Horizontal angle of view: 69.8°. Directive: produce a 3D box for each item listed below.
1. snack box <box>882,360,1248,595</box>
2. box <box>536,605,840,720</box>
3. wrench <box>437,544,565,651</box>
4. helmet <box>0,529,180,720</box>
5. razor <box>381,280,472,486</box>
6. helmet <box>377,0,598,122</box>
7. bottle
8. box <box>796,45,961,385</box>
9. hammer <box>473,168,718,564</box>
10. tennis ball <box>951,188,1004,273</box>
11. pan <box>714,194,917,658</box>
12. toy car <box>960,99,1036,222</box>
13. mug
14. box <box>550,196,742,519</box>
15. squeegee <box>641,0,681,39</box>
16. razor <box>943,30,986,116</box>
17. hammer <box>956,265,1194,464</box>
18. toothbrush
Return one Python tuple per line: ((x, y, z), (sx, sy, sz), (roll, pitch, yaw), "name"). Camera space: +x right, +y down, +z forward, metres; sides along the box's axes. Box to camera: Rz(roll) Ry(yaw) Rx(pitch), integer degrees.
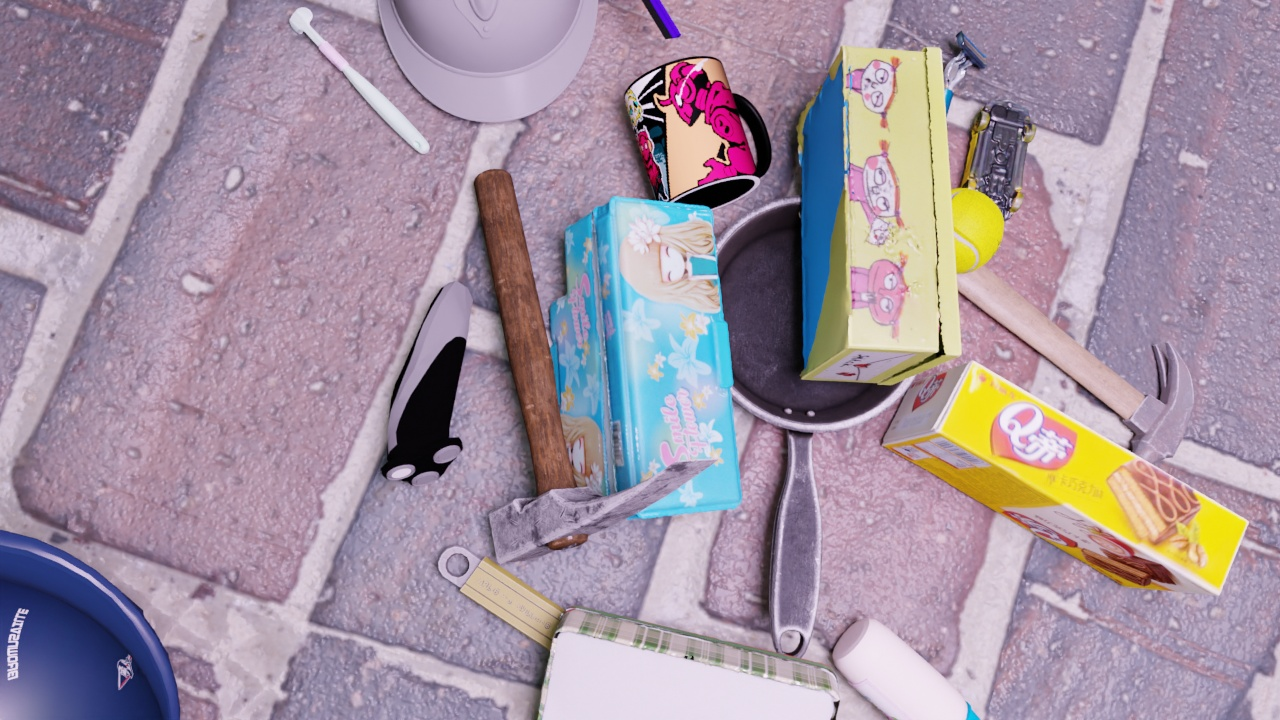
((0.310, 0.091, 0.689), (0.230, 0.110, 0.061), (30, 78, 0), "snack box")
((0.031, 0.252, 0.651), (0.205, 0.049, 0.118), (10, 96, 5), "box")
((-0.034, 0.217, 0.694), (0.273, 0.018, 0.083), (34, 82, 1), "wrench")
((-0.401, 0.216, 0.559), (0.232, 0.223, 0.273), (13, 112, -17), "helmet")
((-0.157, 0.015, 0.696), (0.060, 0.057, 0.156), (-4, 73, 24), "razor")
((-0.122, -0.332, 0.708), (0.183, 0.118, 0.271), (-4, 81, -5), "helmet")
((0.212, 0.258, 0.691), (0.146, 0.051, 0.051), (41, 82, 2), "bottle")
((0.166, -0.100, 0.661), (0.081, 0.124, 0.220), (4, 76, -5), "box")
((-0.061, -0.023, 0.657), (0.037, 0.218, 0.300), (1, 67, -39), "hammer")
((0.247, -0.101, 0.712), (0.065, 0.065, 0.065), (1, 82, -4), "tennis ball")
((0.126, 0.046, 0.709), (0.187, 0.055, 0.356), (7, 82, -3), "pan")
((0.295, -0.165, 0.761), (0.049, 0.030, 0.107), (15, 84, -1), "toy car")
((0.054, -0.176, 0.727), (0.117, 0.082, 0.098), (-13, 83, -34), "mug")
((-0.005, 0.004, 0.698), (0.097, 0.122, 0.226), (0, 81, -33), "box")
((0.049, -0.379, 0.759), (0.184, 0.055, 0.249), (-25, 70, -7), "squeegee")
((0.252, -0.201, 0.770), (0.042, 0.022, 0.144), (25, 84, -37), "razor")
((0.307, -0.036, 0.753), (0.331, 0.031, 0.119), (39, 81, 4), "hammer")
((-0.225, -0.223, 0.739), (0.155, 0.015, 0.022), (46, 112, 2), "toothbrush")
